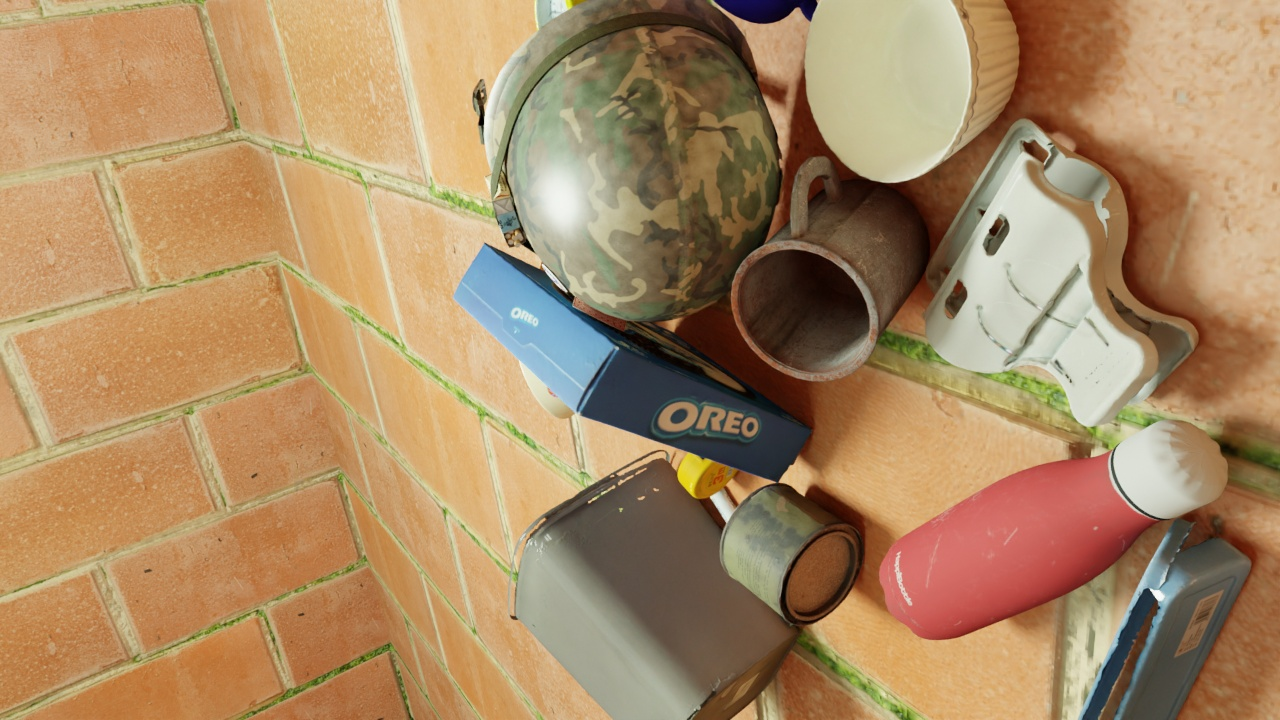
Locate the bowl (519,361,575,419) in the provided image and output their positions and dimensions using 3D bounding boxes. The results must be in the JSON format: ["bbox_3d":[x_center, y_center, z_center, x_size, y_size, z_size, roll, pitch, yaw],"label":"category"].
[{"bbox_3d":[-0.067,-0.006,0.964,0.074,0.117,0.118,-21,89,20],"label":"bowl"}]

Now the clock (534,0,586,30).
[{"bbox_3d":[-0.048,-0.264,0.707,0.119,0.057,0.083,35,138,56],"label":"clock"}]

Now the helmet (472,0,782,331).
[{"bbox_3d":[-0.006,-0.133,0.611,0.225,0.192,0.236,95,161,-60],"label":"helmet"}]

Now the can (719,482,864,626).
[{"bbox_3d":[0.121,0.154,0.732,0.075,0.089,0.090,31,134,49],"label":"can"}]

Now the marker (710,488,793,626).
[{"bbox_3d":[0.106,0.178,0.853,0.146,0.017,0.017,57,150,21],"label":"marker"}]

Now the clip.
[{"bbox_3d":[0.206,-0.033,0.480,0.126,0.089,0.150,104,147,-51],"label":"clip"}]

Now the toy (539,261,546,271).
[{"bbox_3d":[-0.065,-0.124,0.926,0.090,0.070,0.103,-37,60,44],"label":"toy"}]

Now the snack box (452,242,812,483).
[{"bbox_3d":[-0.004,0.004,0.723,0.195,0.238,0.056,38,101,45],"label":"snack box"}]

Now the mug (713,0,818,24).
[{"bbox_3d":[0.093,-0.246,0.538,0.111,0.079,0.084,41,152,-6],"label":"mug"}]

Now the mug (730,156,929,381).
[{"bbox_3d":[0.114,-0.066,0.551,0.096,0.110,0.123,5,122,28],"label":"mug"}]

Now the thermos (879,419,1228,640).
[{"bbox_3d":[0.227,0.100,0.527,0.073,0.073,0.241,60,150,18],"label":"thermos"}]

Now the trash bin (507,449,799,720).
[{"bbox_3d":[0.014,0.247,0.895,0.220,0.197,0.198,45,144,27],"label":"trash bin"}]

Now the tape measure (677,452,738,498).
[{"bbox_3d":[0.062,0.096,0.832,0.030,0.058,0.068,47,146,34],"label":"tape measure"}]

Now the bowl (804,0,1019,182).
[{"bbox_3d":[0.151,-0.160,0.497,0.115,0.062,0.115,39,140,43],"label":"bowl"}]

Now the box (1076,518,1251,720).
[{"bbox_3d":[0.268,0.176,0.516,0.052,0.067,0.210,46,145,49],"label":"box"}]
